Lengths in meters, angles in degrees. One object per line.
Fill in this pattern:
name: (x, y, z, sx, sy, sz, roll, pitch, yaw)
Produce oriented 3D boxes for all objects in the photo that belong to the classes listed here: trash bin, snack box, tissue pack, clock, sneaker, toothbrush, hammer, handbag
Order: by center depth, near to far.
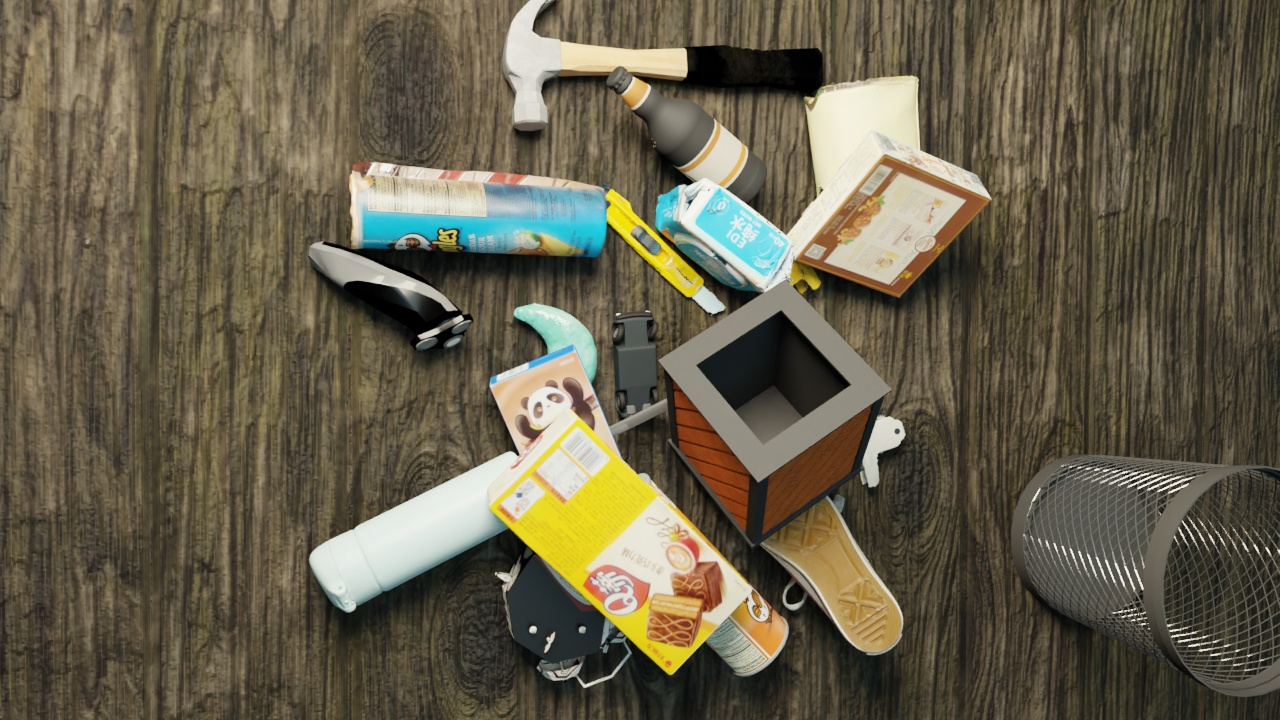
snack box: (-0.020, 0.162, 0.822, 0.110, 0.062, 0.230, -45, 102, -4)
trash bin: (0.118, 0.054, 0.851, 0.139, 0.172, 0.139, -32, 63, -13)
snack box: (-0.074, 0.070, 0.871, 0.087, 0.034, 0.151, -22, 105, -1)
clock: (-0.065, 0.248, 0.886, 0.114, 0.065, 0.154, -33, 99, -12)
tissue pack: (0.083, -0.119, 0.904, 0.144, 0.093, 0.061, 34, 85, -14)
toothbrush: (-0.011, 0.061, 0.905, 0.167, 0.013, 0.013, -26, 123, -1)
hammer: (0.028, -0.295, 0.914, 0.327, 0.039, 0.131, -3, 91, -16)
snack box: (0.246, -0.142, 0.919, 0.147, 0.041, 0.143, 14, 132, -26)
sneaker: (0.176, 0.192, 0.944, 0.118, 0.088, 0.241, -38, 79, 0)
handbag: (0.232, -0.229, 0.953, 0.111, 0.081, 0.119, -7, 95, -8)
trash bin: (0.546, 0.205, 0.971, 0.217, 0.227, 0.218, 0, 91, -16)

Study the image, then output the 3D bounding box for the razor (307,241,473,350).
razor: (-0.231, -0.063, 0.841, 0.156, 0.057, 0.060, 37, 53, -5)

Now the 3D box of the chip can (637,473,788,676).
chip can: (0.050, 0.214, 0.912, 0.075, 0.075, 0.215, -45, 102, -10)

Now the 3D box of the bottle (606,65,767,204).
bottle: (0.042, -0.219, 0.886, 0.181, 0.059, 0.059, 33, 82, -28)

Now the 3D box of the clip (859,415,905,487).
clip: (0.253, 0.080, 1.001, 0.058, 0.050, 0.102, -18, 97, -22)

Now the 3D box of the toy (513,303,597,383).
toy: (-0.085, -0.002, 0.893, 0.085, 0.033, 0.105, 4, 93, -6)

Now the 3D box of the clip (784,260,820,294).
clip: (0.156, -0.090, 0.961, 0.049, 0.044, 0.054, -31, 101, 6)

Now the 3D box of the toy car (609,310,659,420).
toy car: (-0.005, 0.005, 0.911, 0.046, 0.034, 0.112, -6, 106, -12)

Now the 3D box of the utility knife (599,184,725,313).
utility knife: (0.019, -0.109, 0.929, 0.179, 0.017, 0.030, 42, 90, -16)

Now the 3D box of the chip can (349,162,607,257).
chip can: (-0.149, -0.137, 0.848, 0.229, 0.080, 0.080, 1, 91, -17)

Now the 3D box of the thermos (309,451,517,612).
thermos: (-0.197, 0.157, 0.845, 0.206, 0.078, 0.065, -26, 128, -15)
